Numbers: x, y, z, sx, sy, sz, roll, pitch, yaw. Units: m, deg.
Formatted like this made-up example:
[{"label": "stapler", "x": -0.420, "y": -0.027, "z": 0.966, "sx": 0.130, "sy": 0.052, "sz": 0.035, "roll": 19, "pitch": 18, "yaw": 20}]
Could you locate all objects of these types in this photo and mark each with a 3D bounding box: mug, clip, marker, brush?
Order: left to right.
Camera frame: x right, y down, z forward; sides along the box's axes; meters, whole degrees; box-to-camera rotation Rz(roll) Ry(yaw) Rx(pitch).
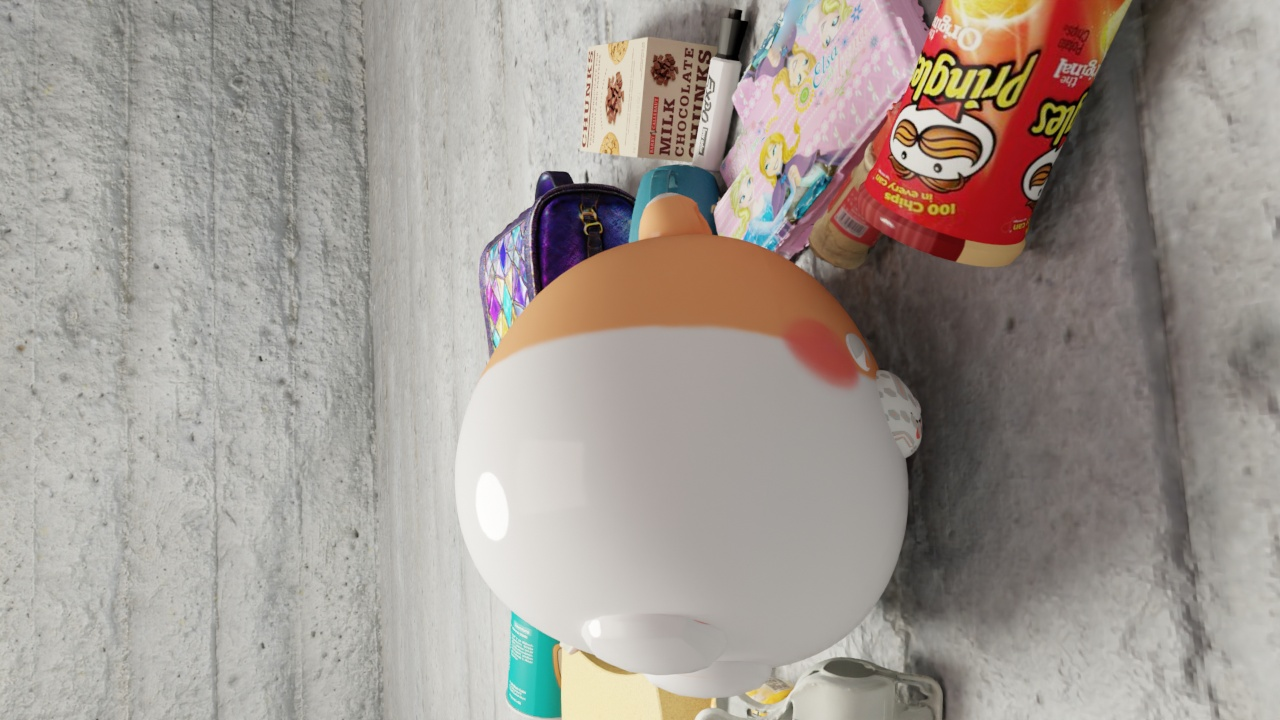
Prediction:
[{"label": "brush", "x": 0.006, "y": 0.353, "z": 0.822, "sx": 0.251, "sy": 0.075, "sz": 0.195, "roll": 162, "pitch": 106, "yaw": -65}, {"label": "mug", "x": 0.027, "y": -0.105, "z": 0.736, "sx": 0.112, "sy": 0.084, "sz": 0.104, "roll": 44, "pitch": -134, "yaw": -69}, {"label": "marker", "x": 0.065, "y": -0.216, "z": 0.738, "sx": 0.025, "sy": 0.025, "sz": 0.126, "roll": -132, "pitch": 47, "yaw": -56}, {"label": "clip", "x": 0.103, "y": 0.242, "z": 0.551, "sx": 0.081, "sy": 0.148, "sz": 0.125, "roll": -1, "pitch": -86, "yaw": -74}]

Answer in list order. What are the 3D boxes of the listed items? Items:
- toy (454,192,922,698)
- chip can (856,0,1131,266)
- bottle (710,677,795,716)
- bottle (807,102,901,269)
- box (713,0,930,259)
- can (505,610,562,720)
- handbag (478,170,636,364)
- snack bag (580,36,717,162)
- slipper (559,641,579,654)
[{"label": "toy", "x": 0.032, "y": 0.049, "z": 0.551, "sx": 0.266, "sy": 0.263, "sz": 0.280, "roll": -8, "pitch": 58, "yaw": 25}, {"label": "chip can", "x": 0.176, "y": -0.156, "z": 0.420, "sx": 0.087, "sy": 0.087, "sz": 0.214, "roll": -122, "pitch": 40, "yaw": -49}, {"label": "bottle", "x": 0.090, "y": 0.256, "z": 0.649, "sx": 0.109, "sy": 0.063, "sz": 0.063, "roll": 166, "pitch": 102, "yaw": -65}, {"label": "bottle", "x": 0.142, "y": -0.102, "z": 0.549, "sx": 0.109, "sy": 0.044, "sz": 0.044, "roll": 120, "pitch": 142, "yaw": -49}, {"label": "box", "x": 0.110, "y": -0.172, "z": 0.636, "sx": 0.231, "sy": 0.035, "sz": 0.159, "roll": 127, "pitch": 139, "yaw": -52}, {"label": "can", "x": -0.098, "y": 0.309, "z": 1.023, "sx": 0.099, "sy": 0.099, "sz": 0.144, "roll": -154, "pitch": 66, "yaw": -63}, {"label": "handbag", "x": -0.083, "y": -0.085, "z": 0.948, "sx": 0.205, "sy": 0.125, "sz": 0.222, "roll": 166, "pitch": 100, "yaw": -65}, {"label": "snack bag", "x": -0.008, "y": -0.237, "z": 0.844, "sx": 0.206, "sy": 0.069, "sz": 0.094, "roll": -148, "pitch": 61, "yaw": -62}, {"label": "slipper", "x": 0.008, "y": 0.171, "z": 0.797, "sx": 0.275, "sy": 0.054, "sz": 0.113, "roll": -57, "pitch": 2, "yaw": 33}]
